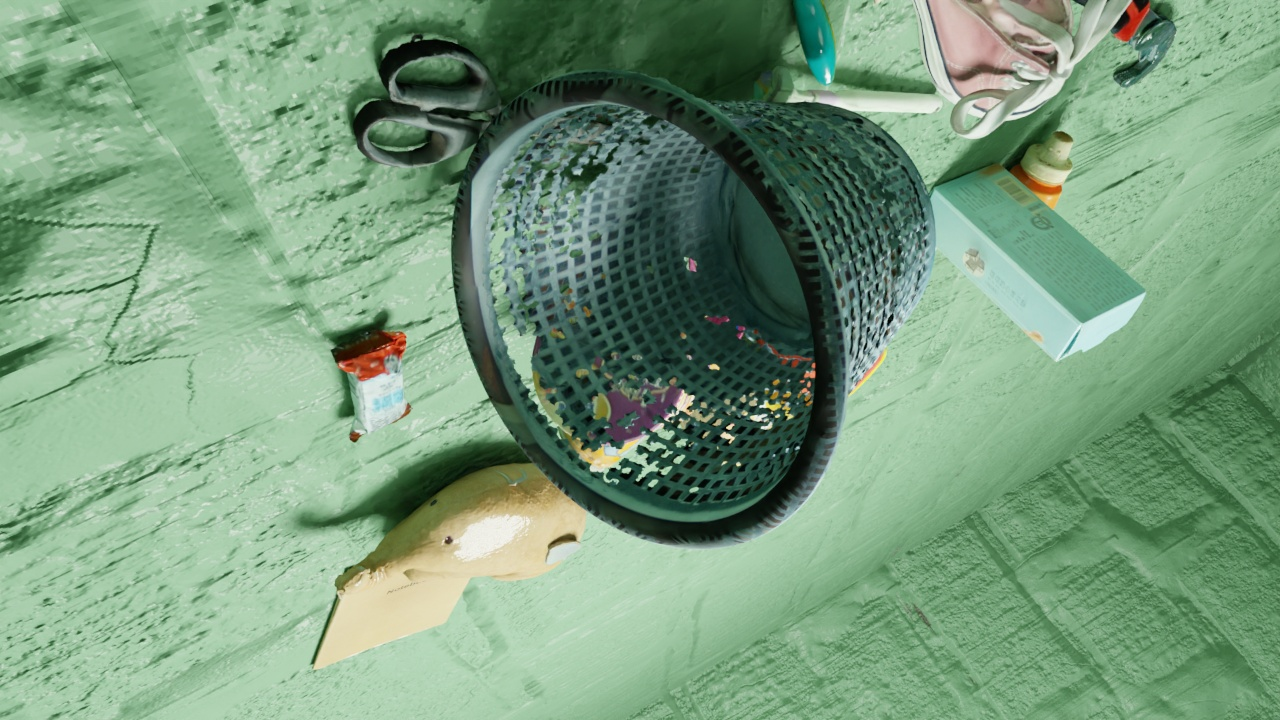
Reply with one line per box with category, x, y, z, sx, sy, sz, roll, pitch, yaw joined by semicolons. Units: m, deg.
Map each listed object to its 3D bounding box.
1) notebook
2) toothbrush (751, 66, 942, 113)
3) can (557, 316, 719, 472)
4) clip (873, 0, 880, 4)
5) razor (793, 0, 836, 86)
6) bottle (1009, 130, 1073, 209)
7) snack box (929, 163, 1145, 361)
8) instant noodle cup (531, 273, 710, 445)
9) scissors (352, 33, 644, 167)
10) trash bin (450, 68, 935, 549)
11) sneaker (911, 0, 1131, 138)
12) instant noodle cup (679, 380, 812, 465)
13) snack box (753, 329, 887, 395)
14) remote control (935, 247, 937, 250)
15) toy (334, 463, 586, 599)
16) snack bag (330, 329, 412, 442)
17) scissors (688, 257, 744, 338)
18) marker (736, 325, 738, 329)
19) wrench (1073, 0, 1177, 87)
notebook;-0.231;0.232;0.891;0.147;0.008;0.208;-12;148;-37
toothbrush;0.140;-0.168;0.584;0.189;0.020;0.029;-10;152;-41
can;0.004;0.024;0.727;0.146;0.058;0.058;-41;154;16
clip;0.119;-0.197;0.453;0.035;0.095;0.102;-40;143;15
razor;0.084;-0.184;0.477;0.043;0.028;0.132;-4;164;23
bottle;0.341;-0.139;0.824;0.066;0.066;0.150;-17;143;-30
snack box;0.315;-0.084;0.753;0.074;0.174;0.052;-23;148;-20
instant noodle cup;-0.004;0.004;0.633;0.112;0.111;0.099;-39;162;14
scissors;-0.064;-0.113;0.461;0.133;0.014;0.175;-35;158;4
trash bin;0.047;-0.045;0.483;0.194;0.226;0.227;-29;159;-45
sneaker;0.225;-0.194;0.552;0.118;0.088;0.240;-41;153;17
instant noodle cup;0.091;0.049;0.822;0.116;0.116;0.123;-39;143;14
snack box;0.149;-0.017;0.787;0.080;0.091;0.082;-3;142;-35
remote control;0.229;-0.068;0.861;0.058;0.021;0.150;-20;152;-26
toy;-0.139;0.139;0.746;0.225;0.082;0.144;7;125;-51
snack bag;-0.161;0.018;0.563;0.045;0.026;0.105;-30;157;-27
scissors;0.089;-0.058;0.678;0.135;0.017;0.108;-10;107;-34
marker;0.113;-0.066;0.737;0.016;0.017;0.146;-1;140;-49
wrench;0.348;-0.254;0.670;0.272;0.016;0.056;2;138;-52
